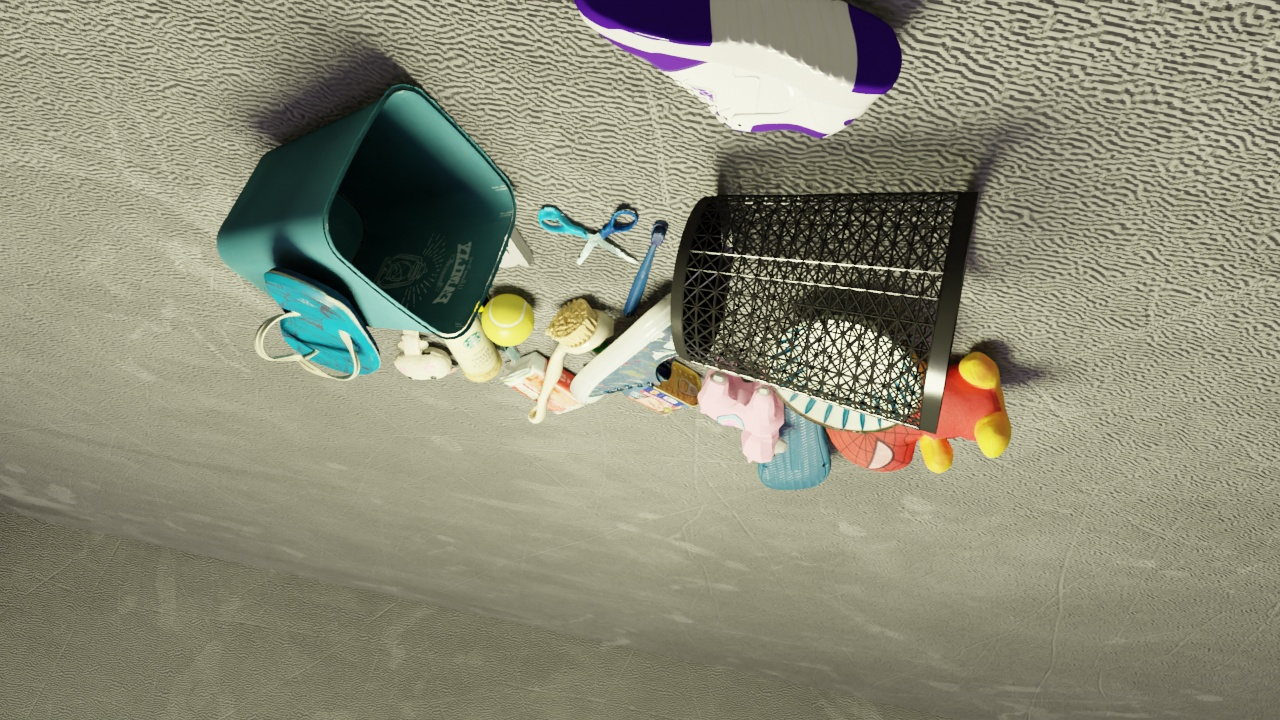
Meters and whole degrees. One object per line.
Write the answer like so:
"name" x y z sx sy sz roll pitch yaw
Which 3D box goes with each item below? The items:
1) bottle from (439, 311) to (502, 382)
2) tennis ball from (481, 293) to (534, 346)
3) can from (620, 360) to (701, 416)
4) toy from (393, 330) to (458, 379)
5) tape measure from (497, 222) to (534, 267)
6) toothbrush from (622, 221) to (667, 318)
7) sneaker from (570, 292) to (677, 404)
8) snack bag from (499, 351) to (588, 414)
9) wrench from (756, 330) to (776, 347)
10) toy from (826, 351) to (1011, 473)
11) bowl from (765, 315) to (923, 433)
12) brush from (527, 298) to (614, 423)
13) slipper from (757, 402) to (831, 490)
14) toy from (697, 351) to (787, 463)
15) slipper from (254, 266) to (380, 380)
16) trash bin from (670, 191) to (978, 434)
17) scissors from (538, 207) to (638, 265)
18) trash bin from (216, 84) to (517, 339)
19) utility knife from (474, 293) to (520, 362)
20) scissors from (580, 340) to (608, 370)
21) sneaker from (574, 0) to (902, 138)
"bottle" -0.231 -0.033 1.210 0.056 0.056 0.162 6 151 13
"tennis ball" -0.165 -0.050 1.142 0.065 0.065 0.065 10 152 5
"can" 0.026 0.033 1.220 0.099 0.053 0.059 27 145 -31
"toy" -0.313 0.000 1.318 0.087 0.050 0.112 1 155 21
"tape measure" -0.161 -0.129 1.046 0.062 0.020 0.060 0 149 22
"toothbrush" 0.003 -0.097 1.041 0.016 0.017 0.190 16 151 -5
"sneaker" -0.007 0.007 1.127 0.079 0.087 0.236 50 138 1
"snack bag" -0.134 0.034 1.313 0.116 0.036 0.077 34 144 -33
"wrench" 0.233 0.032 1.190 0.047 0.009 0.273 -13 142 39
"toy" 0.326 0.063 1.097 0.217 0.147 0.098 -13 172 35
"bowl" 0.236 -0.002 1.044 0.177 0.070 0.178 17 139 15
"brush" -0.108 0.011 1.207 0.077 0.061 0.273 24 142 -8
"slipper" 0.218 0.114 1.295 0.104 0.059 0.214 2 136 10
"toy" 0.136 0.068 1.196 0.123 0.067 0.158 14 137 14
"slipper" -0.331 -0.017 0.940 0.118 0.060 0.295 20 162 -7
"trash bin" 0.170 -0.061 0.860 0.243 0.216 0.217 10 152 19
"scissors" -0.047 -0.136 0.995 0.127 0.014 0.134 32 145 -32
"trash bin" -0.283 -0.136 0.925 0.219 0.196 0.199 -1 149 36
"utility knife" -0.192 -0.050 1.196 0.020 0.028 0.203 9 153 18
"scissors" -0.041 -0.001 1.237 0.125 0.011 0.132 27 146 -29
"sneaker" 0.067 -0.235 0.706 0.244 0.091 0.111 16 160 -6
